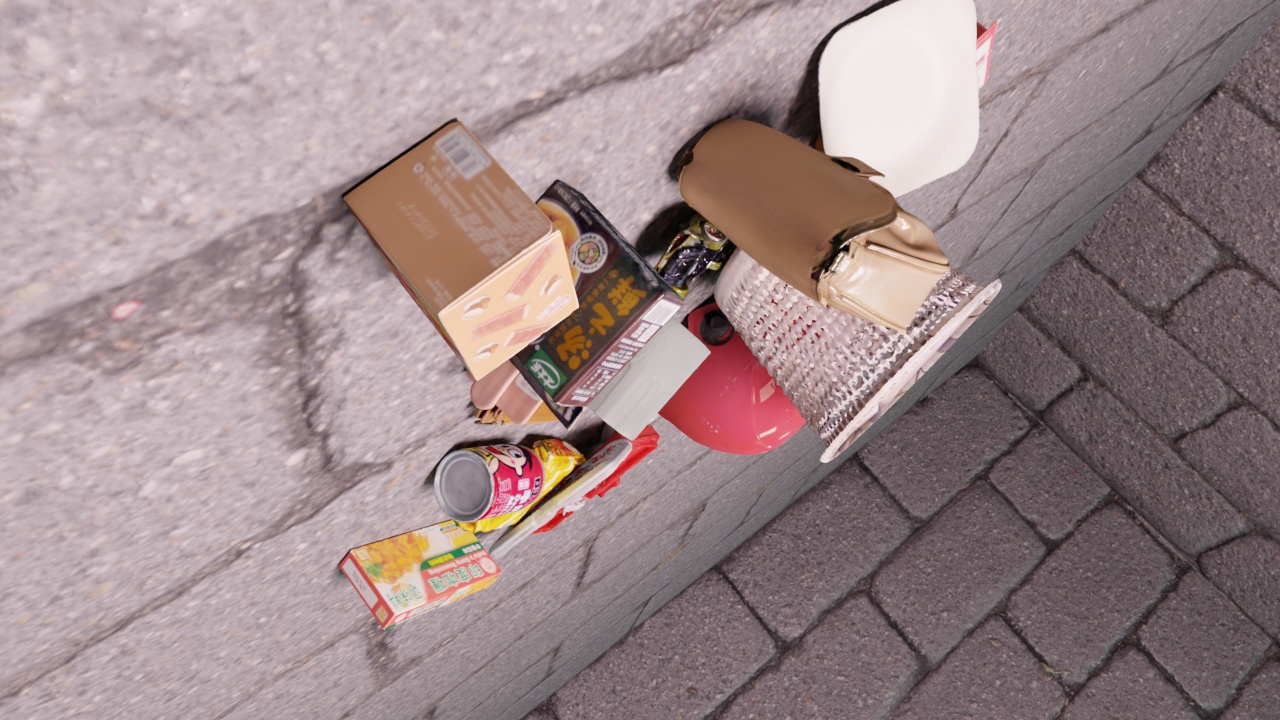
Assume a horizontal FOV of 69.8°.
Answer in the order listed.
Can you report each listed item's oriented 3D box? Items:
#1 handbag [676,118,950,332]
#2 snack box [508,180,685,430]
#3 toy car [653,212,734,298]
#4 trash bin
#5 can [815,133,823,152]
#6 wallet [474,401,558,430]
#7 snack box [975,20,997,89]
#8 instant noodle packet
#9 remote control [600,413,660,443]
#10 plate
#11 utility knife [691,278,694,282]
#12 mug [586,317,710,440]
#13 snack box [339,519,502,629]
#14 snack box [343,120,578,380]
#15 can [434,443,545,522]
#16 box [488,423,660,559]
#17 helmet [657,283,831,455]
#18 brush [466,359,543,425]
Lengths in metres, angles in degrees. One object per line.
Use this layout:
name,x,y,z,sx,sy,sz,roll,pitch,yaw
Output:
handbag,0.130,-0.110,0.692,0.147,0.204,0.100,5,120,-49
snack box,-0.052,-0.035,0.623,0.126,0.113,0.053,-46,160,12
toy car,0.056,-0.102,0.796,0.070,0.042,0.157,-53,171,32
trash bin,0.186,-0.049,0.863,0.227,0.192,0.228,-40,164,-14
can,0.204,-0.180,0.894,0.058,0.058,0.146,-43,161,3
wallet,-0.081,0.021,0.815,0.119,0.035,0.130,-49,161,14
snack box,0.275,-0.264,0.870,0.113,0.044,0.127,-43,163,7
instant noodle packet,-0.126,0.132,0.963,0.128,0.044,0.110,-42,163,9
remote control,0.017,0.055,1.107,0.149,0.021,0.058,-31,159,-25
plate,0.213,-0.219,0.774,0.164,0.034,0.164,-25,123,-15
utility knife,-0.014,-0.056,0.812,0.177,0.013,0.029,-18,151,-42
mug,-0.005,0.005,0.810,0.103,0.083,0.124,-50,-176,-1
snack box,-0.212,0.205,0.902,0.027,0.077,0.155,-50,160,22
snack box,-0.097,-0.059,0.516,0.077,0.093,0.094,-38,161,-11
can,-0.138,0.112,0.857,0.067,0.066,0.093,-48,160,18
box,-0.076,0.149,1.051,0.201,0.050,0.160,-39,172,23
helmet,0.138,0.009,1.029,0.240,0.144,0.206,-52,151,14
brush,-0.072,-0.021,0.697,0.146,0.063,0.073,-49,170,20
